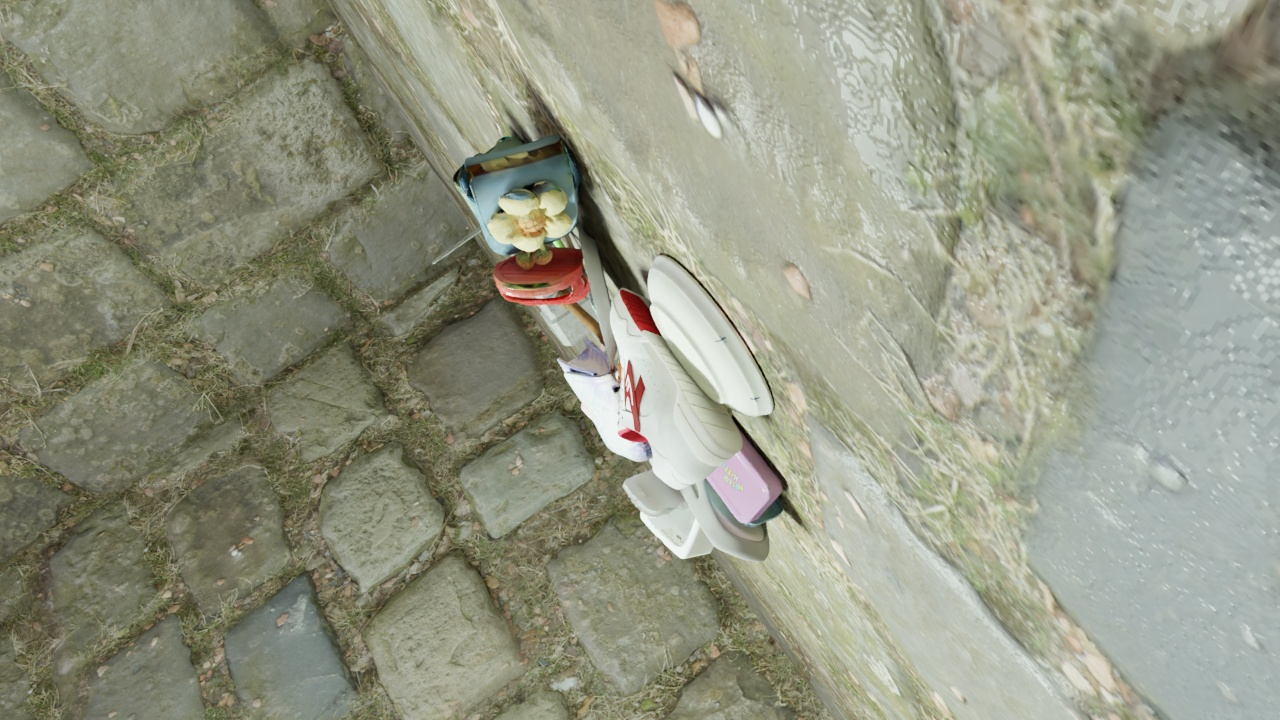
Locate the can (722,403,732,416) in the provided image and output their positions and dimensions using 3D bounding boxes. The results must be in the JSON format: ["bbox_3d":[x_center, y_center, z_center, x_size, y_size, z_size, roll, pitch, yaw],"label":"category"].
[{"bbox_3d":[0.041,0.047,1.034,0.136,0.054,0.054,10,137,55],"label":"can"}]

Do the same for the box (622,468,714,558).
[{"bbox_3d":[0.032,0.201,1.223,0.109,0.133,0.107,38,120,37],"label":"box"}]

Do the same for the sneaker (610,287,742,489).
[{"bbox_3d":[0.007,0.032,0.958,0.090,0.104,0.236,19,-146,-50],"label":"sneaker"}]

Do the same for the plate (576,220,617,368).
[{"bbox_3d":[-0.048,-0.083,1.128,0.188,0.016,0.188,126,131,-90],"label":"plate"}]

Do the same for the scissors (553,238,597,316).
[{"bbox_3d":[-0.097,-0.136,1.288,0.171,0.021,0.172,64,-178,-9],"label":"scissors"}]

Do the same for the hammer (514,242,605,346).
[{"bbox_3d":[-0.097,-0.077,1.419,0.163,0.083,0.317,58,173,-28],"label":"hammer"}]

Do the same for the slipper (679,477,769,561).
[{"bbox_3d":[0.103,0.147,1.171,0.113,0.081,0.265,15,-158,-20],"label":"slipper"}]

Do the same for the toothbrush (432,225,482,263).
[{"bbox_3d":[-0.228,-0.196,1.324,0.010,0.181,0.010,46,167,28],"label":"toothbrush"}]

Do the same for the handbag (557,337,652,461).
[{"bbox_3d":[-0.044,0.058,1.276,0.126,0.069,0.159,38,160,56],"label":"handbag"}]

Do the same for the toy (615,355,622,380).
[{"bbox_3d":[-0.007,0.007,1.152,0.127,0.065,0.095,-40,-45,-70],"label":"toy"}]

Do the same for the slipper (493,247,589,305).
[{"bbox_3d":[-0.112,-0.095,1.092,0.248,0.103,0.059,-76,-13,-75],"label":"slipper"}]

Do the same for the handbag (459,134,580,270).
[{"bbox_3d":[-0.122,-0.161,0.985,0.192,0.121,0.118,113,140,-78],"label":"handbag"}]

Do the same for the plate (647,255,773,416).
[{"bbox_3d":[0.056,-0.015,0.865,0.182,0.034,0.182,54,173,9],"label":"plate"}]

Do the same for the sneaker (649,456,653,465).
[{"bbox_3d":[0.073,0.152,1.357,0.294,0.120,0.127,-128,22,-56],"label":"sneaker"}]

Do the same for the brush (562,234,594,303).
[{"bbox_3d":[-0.087,-0.134,1.239,0.039,0.012,0.151,74,173,-52],"label":"brush"}]

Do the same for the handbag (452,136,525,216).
[{"bbox_3d":[-0.162,-0.207,1.146,0.067,0.106,0.122,54,174,39],"label":"handbag"}]

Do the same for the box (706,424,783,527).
[{"bbox_3d":[0.102,0.092,1.104,0.214,0.090,0.093,53,132,24],"label":"box"}]

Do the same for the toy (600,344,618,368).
[{"bbox_3d":[-0.024,0.044,1.427,0.131,0.105,0.205,55,176,-24],"label":"toy"}]

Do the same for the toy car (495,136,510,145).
[{"bbox_3d":[-0.165,-0.261,1.206,0.048,0.032,0.105,55,168,6],"label":"toy car"}]
